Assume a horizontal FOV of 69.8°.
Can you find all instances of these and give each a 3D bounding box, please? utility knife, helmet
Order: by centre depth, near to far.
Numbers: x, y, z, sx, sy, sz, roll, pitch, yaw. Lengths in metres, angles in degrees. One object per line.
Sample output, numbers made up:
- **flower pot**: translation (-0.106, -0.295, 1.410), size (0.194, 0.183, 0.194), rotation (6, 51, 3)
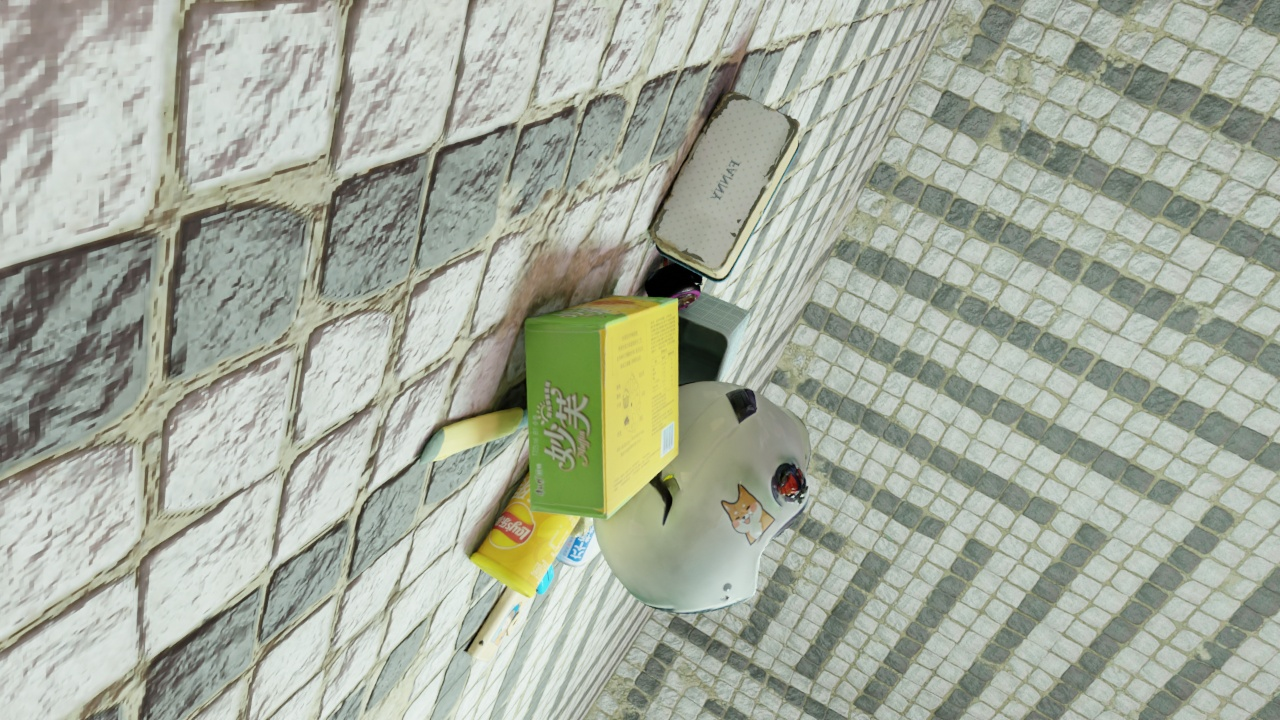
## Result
- **utility knife**: translation (-0.115, 0.055, 0.735), size (0.031, 0.022, 0.215), rotation (-63, 161, 12)
- **helmet**: translation (0.047, 0.122, 0.986), size (0.157, 0.230, 0.273), rotation (45, 68, -36)
- **utility knife**: translation (-0.123, 0.244, 1.139), size (0.034, 0.018, 0.219), rotation (-54, 165, -28)

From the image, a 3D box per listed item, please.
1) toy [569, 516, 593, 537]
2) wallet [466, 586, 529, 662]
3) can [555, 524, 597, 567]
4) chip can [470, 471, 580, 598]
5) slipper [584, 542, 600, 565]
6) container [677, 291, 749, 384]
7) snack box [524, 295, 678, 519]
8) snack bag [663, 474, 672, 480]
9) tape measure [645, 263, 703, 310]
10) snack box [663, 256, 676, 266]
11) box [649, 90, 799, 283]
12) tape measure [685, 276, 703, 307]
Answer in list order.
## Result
- **toy**: translation (-0.071, 0.148, 1.053), size (0.157, 0.066, 0.105), rotation (80, 28, -59)
- **wallet**: translation (-0.164, 0.309, 1.108), size (0.115, 0.024, 0.087), rotation (-59, 163, -19)
- **can**: translation (-0.068, 0.197, 1.173), size (0.135, 0.053, 0.053), rotation (-65, 168, 18)
- **chip can**: translation (-0.081, 0.126, 0.913), size (0.213, 0.072, 0.072), rotation (-57, 167, -19)
- **slipper**: translation (-0.022, 0.162, 1.285), size (0.274, 0.054, 0.114), rotation (-57, 168, -7)
- **container**: translation (0.073, -0.025, 1.119), size (0.111, 0.090, 0.090), rotation (-43, 153, -58)
- **snack box**: translation (-0.026, 0.029, 0.793), size (0.209, 0.070, 0.158), rotation (-27, 118, -69)
- **snack bag**: translation (0.038, 0.189, 1.420), size (0.158, 0.068, 0.245), rotation (-21, -170, 27)
- **tape measure**: translation (0.036, -0.075, 0.970), size (0.057, 0.039, 0.057), rotation (-15, 161, -20)
- **snack box**: translation (0.072, -0.167, 0.997), size (0.152, 0.025, 0.075), rotation (-58, 168, -14)
- **box**: translation (0.080, -0.162, 0.895), size (0.184, 0.090, 0.062), rotation (-60, 169, 3)
- **tape measure**: translation (0.053, -0.099, 1.055), size (0.065, 0.033, 0.066), rotation (-63, 171, -4)
